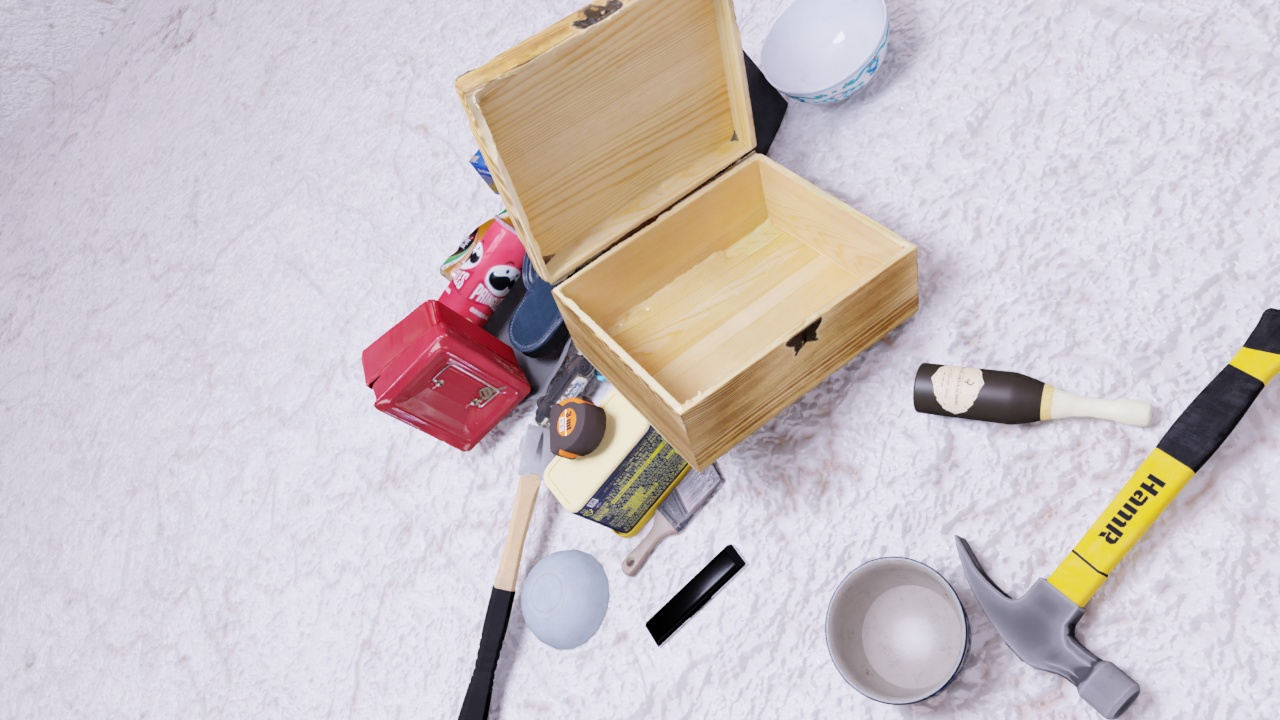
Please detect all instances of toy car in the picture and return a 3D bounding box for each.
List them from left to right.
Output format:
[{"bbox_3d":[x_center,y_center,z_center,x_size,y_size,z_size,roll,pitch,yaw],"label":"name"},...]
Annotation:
[{"bbox_3d":[-0.081,0.034,1.073,0.113,0.040,0.048,-53,19,-1],"label":"toy car"}]

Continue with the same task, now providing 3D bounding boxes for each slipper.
[{"bbox_3d":[-0.091,-0.134,1.101,0.109,0.083,0.265,28,84,43],"label":"slipper"}]

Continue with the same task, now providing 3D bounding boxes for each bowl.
[{"bbox_3d":[-0.088,0.251,0.978,0.106,0.039,0.106,-16,61,29],"label":"bowl"},{"bbox_3d":[0.214,-0.337,1.017,0.144,0.074,0.143,-16,61,29],"label":"bowl"},{"bbox_3d":[0.218,0.226,0.758,0.116,0.059,0.115,-16,61,29],"label":"bowl"}]

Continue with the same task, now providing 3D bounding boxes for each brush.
[{"bbox_3d":[0.030,0.164,0.953,0.151,0.012,0.039,-50,50,6],"label":"brush"}]

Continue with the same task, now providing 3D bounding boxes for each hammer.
[{"bbox_3d":[-0.144,0.232,0.999,0.131,0.039,0.328,146,137,-79],"label":"hammer"},{"bbox_3d":[0.385,0.097,0.701,0.325,0.034,0.170,-55,48,9],"label":"hammer"}]

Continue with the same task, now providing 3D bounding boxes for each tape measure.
[{"bbox_3d":[-0.060,0.065,0.911,0.059,0.038,0.058,-29,53,38],"label":"tape measure"}]

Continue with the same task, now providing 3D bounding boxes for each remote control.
[{"bbox_3d":[0.052,0.232,0.905,0.124,0.011,0.028,-46,50,9],"label":"remote control"}]

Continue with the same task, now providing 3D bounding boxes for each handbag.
[{"bbox_3d":[0.069,-0.241,1.014,0.072,0.175,0.195,8,77,38],"label":"handbag"}]

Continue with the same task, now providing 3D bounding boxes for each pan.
[{"bbox_3d":[-0.110,-0.066,1.153,0.355,0.024,0.216,-41,51,13],"label":"pan"}]

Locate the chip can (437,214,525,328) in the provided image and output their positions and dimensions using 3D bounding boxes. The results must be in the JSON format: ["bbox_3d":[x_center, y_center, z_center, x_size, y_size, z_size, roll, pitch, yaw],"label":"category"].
[{"bbox_3d":[-0.223,-0.070,1.172,0.233,0.073,0.073,-53,49,3],"label":"chip can"}]

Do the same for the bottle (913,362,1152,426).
[{"bbox_3d":[0.330,0.034,0.781,0.185,0.045,0.045,7,73,30],"label":"bottle"}]

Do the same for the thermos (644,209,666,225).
[{"bbox_3d":[0.034,-0.254,1.085,0.084,0.108,0.198,-17,58,47],"label":"thermos"}]

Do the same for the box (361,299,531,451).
[{"bbox_3d":[-0.229,0.016,1.082,0.130,0.157,0.097,-39,46,13],"label":"box"}]

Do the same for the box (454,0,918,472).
[{"bbox_3d":[0.045,-0.148,0.835,0.278,0.337,0.286,-36,47,-12],"label":"box"}]

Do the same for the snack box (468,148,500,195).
[{"bbox_3d":[-0.103,-0.302,1.208,0.155,0.069,0.202,23,72,39],"label":"snack box"}]

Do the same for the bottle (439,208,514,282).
[{"bbox_3d":[-0.198,-0.163,1.242,0.167,0.059,0.059,-49,49,-5],"label":"bottle"}]

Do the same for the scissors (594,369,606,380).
[{"bbox_3d":[-0.003,0.006,1.031,0.095,0.015,0.142,-45,35,-1],"label":"scissors"}]

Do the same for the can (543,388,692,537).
[{"bbox_3d":[-0.019,0.106,0.954,0.135,0.104,0.075,-50,50,5],"label":"can"}]
